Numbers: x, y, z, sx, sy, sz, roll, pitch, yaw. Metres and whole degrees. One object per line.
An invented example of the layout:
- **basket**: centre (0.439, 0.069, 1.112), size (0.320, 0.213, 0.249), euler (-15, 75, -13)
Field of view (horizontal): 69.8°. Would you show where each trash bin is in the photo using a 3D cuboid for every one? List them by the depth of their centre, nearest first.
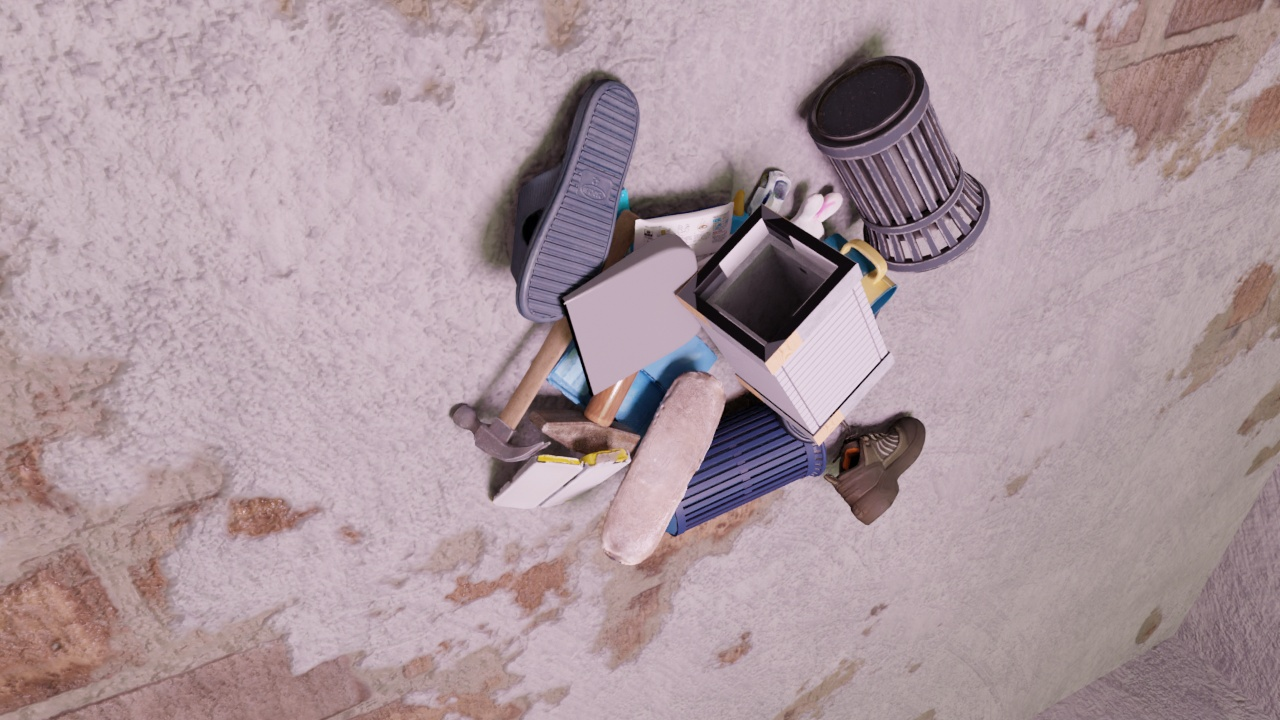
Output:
- **trash bin**: centre (0.179, -0.035, 1.087), size (0.142, 0.142, 0.247), euler (-47, 145, -3)
- **trash bin**: centre (0.310, -0.240, 1.116), size (0.164, 0.164, 0.227), euler (-43, 132, 3)
- **trash bin**: centre (0.122, 0.148, 1.312), size (0.249, 0.139, 0.139), euler (-22, 133, -16)

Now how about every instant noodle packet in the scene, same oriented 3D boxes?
- **instant noodle packet**: centre (0.049, -0.132, 1.061), size (0.134, 0.026, 0.087), euler (-15, 128, -28)

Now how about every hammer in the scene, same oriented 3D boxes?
- **hammer**: centre (-0.093, -0.027, 1.066), size (0.331, 0.119, 0.030), euler (-57, 156, 7)
- **hammer**: centre (-0.011, -0.021, 1.124), size (0.157, 0.037, 0.301), euler (20, 101, -44)

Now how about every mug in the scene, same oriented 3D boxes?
- **mug**: centre (0.273, -0.112, 1.191), size (0.083, 0.107, 0.114), euler (-33, 161, -26)

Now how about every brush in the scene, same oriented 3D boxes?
- **brush**: centre (0.028, 0.140, 1.194), size (0.083, 0.057, 0.271), euler (26, 84, -1)

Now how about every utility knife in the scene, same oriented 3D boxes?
- **utility knife**: centre (-0.018, -0.156, 1.065), size (0.022, 0.015, 0.117), euler (-19, 130, -19)

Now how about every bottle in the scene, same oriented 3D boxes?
- **bottle**: centre (0.103, -0.142, 1.129), size (0.051, 0.051, 0.146), euler (-5, 126, -31)

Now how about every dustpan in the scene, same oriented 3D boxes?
- **dustpan**: centre (0.033, -0.077, 1.052), size (0.257, 0.033, 0.163), euler (-28, 142, -12)

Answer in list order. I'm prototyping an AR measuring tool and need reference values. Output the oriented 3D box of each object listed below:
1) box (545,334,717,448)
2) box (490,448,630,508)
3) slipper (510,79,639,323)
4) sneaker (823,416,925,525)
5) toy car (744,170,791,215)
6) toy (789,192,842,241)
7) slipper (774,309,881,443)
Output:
- **box**: centre (-0.007, 0.007, 1.190), size (0.174, 0.033, 0.231), euler (-48, 135, -1)
- **box**: centre (-0.105, 0.151, 1.163), size (0.129, 0.034, 0.210), euler (1, 158, -25)
- **slipper**: centre (-0.079, -0.169, 0.977), size (0.101, 0.083, 0.263), euler (16, 95, -45)
- **sneaker**: centre (0.371, 0.153, 1.521), size (0.237, 0.143, 0.101), euler (-46, 170, -42)
- **toy car**: centre (0.156, -0.193, 1.141), size (0.038, 0.027, 0.090), euler (7, 119, -39)
- **toy**: centre (0.211, -0.165, 1.192), size (0.075, 0.037, 0.126), euler (-4, 132, -40)
- **slipper**: centre (0.269, -0.014, 1.248), size (0.109, 0.083, 0.265), euler (27, 84, -13)
